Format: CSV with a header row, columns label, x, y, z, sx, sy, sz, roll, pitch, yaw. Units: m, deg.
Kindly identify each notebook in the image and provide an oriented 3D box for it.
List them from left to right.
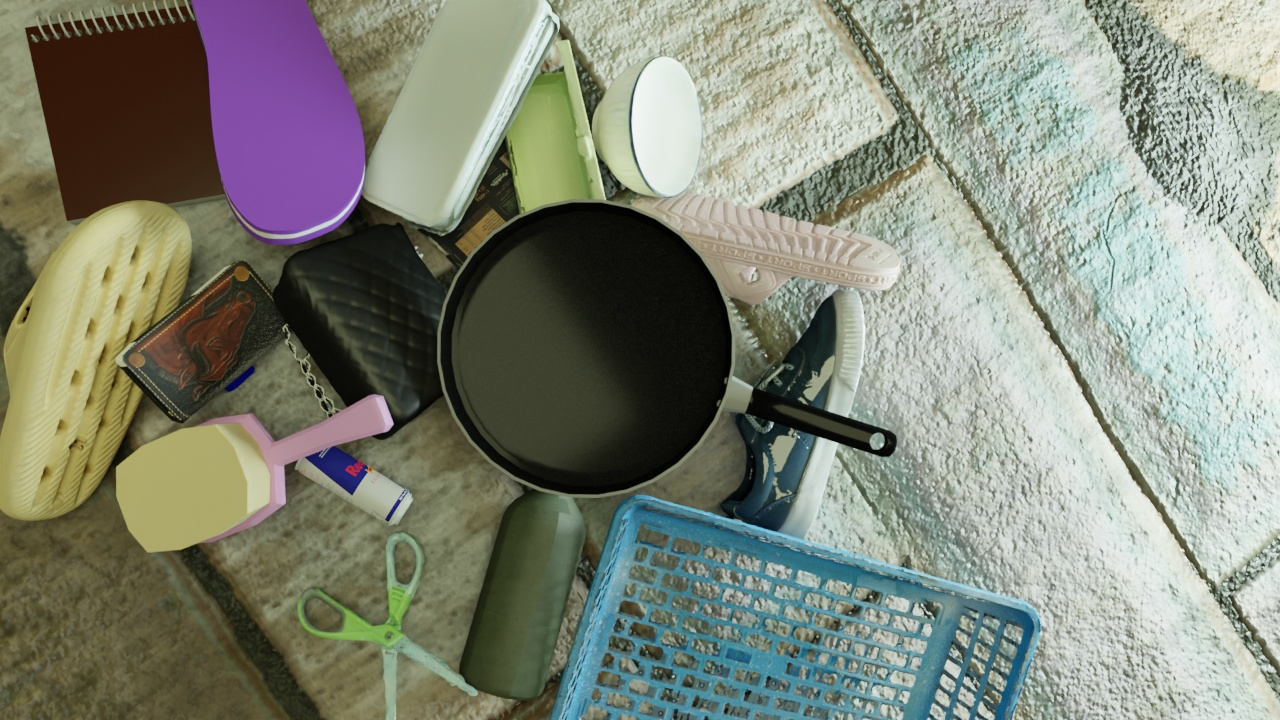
label,x,y,z,sx,sy,sz,roll,pitch,yaw
notebook,-0.381,-0.217,0.765,0.209,0.022,0.171,-13,89,-11

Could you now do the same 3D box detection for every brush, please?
label,x,y,z,sx,sy,sz,roll,pitch,yaw
brush,-0.293,0.077,0.693,0.229,0.043,0.089,-21,89,16

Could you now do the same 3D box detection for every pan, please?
label,x,y,z,sx,sy,sz,roll,pitch,yaw
pan,0.021,0.011,0.702,0.356,0.034,0.225,18,91,2

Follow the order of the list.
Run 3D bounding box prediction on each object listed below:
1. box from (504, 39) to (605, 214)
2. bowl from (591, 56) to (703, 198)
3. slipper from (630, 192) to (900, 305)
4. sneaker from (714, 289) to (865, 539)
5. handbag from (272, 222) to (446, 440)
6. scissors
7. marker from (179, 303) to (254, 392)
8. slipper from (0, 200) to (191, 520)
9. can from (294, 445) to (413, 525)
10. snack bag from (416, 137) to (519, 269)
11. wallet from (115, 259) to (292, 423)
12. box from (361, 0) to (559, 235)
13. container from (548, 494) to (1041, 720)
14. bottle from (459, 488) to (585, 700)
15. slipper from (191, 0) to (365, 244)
label,x,y,z,sx,sy,sz,roll,pitch,yaw
box,-0.075,-0.159,0.775,0.083,0.091,0.188,-13,84,4
bowl,-0.001,-0.201,0.800,0.062,0.118,0.118,6,81,33
slipper,0.102,-0.088,0.801,0.239,0.094,0.064,12,121,4
sneaker,0.128,0.045,0.803,0.087,0.089,0.235,17,86,-4
handbag,-0.213,-0.023,0.758,0.124,0.115,0.153,-36,89,-35
scissors,-0.196,0.214,0.732,0.171,0.025,0.159,25,61,14
marker,-0.374,-0.031,0.748,0.133,0.023,0.027,45,57,-3
slipper,-0.429,-0.007,0.687,0.079,0.111,0.261,24,97,14
can,-0.235,0.100,0.755,0.095,0.032,0.032,32,80,-6
snack bag,-0.122,-0.148,0.806,0.074,0.018,0.155,45,79,-3
wallet,-0.337,-0.016,0.721,0.122,0.019,0.072,-52,120,-34
box,-0.147,-0.207,0.729,0.083,0.123,0.215,30,83,-36
container,0.114,0.266,0.757,0.362,0.089,0.257,17,93,-8
bottle,-0.088,0.167,0.756,0.071,0.071,0.206,17,82,-8
slipper,-0.292,-0.198,0.737,0.107,0.084,0.266,-15,71,-23
